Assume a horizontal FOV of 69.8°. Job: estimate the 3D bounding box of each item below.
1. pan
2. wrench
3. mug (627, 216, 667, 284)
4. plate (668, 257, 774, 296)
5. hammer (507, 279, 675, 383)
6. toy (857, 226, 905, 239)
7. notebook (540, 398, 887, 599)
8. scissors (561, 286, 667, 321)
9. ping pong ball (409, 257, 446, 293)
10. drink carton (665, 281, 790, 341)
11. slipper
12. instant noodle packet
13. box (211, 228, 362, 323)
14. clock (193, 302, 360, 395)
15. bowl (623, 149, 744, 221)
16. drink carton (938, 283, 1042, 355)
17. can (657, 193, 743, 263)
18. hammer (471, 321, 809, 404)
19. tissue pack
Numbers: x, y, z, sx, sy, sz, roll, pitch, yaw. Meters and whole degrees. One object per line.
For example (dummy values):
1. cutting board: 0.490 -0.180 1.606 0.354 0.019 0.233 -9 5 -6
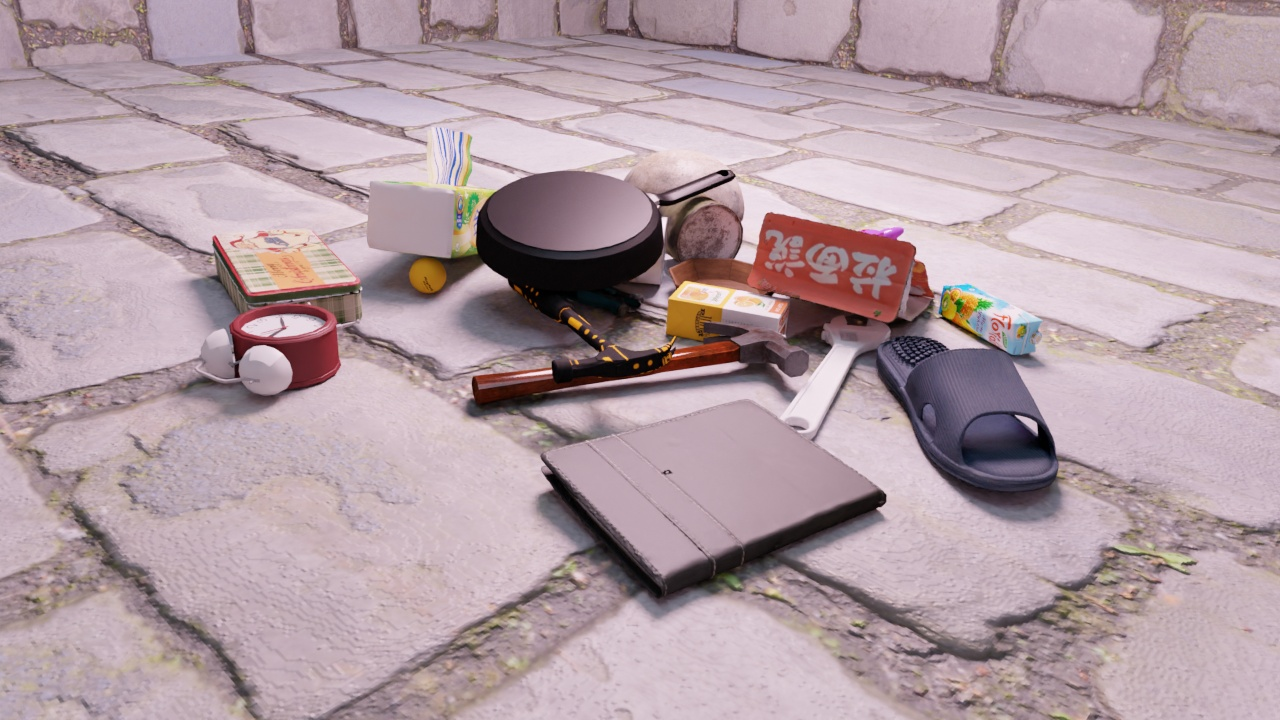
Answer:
1. pan: -0.019 -0.175 1.031 0.354 0.044 0.204 -28 47 -33
2. wrench: 0.183 0.011 0.877 0.066 0.018 0.272 14 29 21
3. mug: -0.024 -0.134 1.080 0.105 0.082 0.082 5 26 3
4. plate: 0.096 -0.085 1.057 0.131 0.025 0.131 3 26 -2
5. hammer: -0.070 -0.045 0.905 0.123 0.036 0.320 -9 22 -21
6. toy: 0.278 -0.132 1.128 0.106 0.056 0.088 -31 -19 26
7. notebook: 0.050 0.090 0.683 0.208 0.029 0.169 -10 30 -33
8. scissors: -0.032 -0.071 1.021 0.126 0.019 0.144 -3 28 -15
9. ping pong ball: -0.236 -0.095 1.020 0.040 0.040 0.040 3 25 -1
10. drink carton: 0.094 -0.045 0.955 0.122 0.040 0.058 11 27 17
11. slipper: 0.282 0.019 0.797 0.101 0.083 0.263 2 25 -7
12. instant noodle packet: 0.235 -0.098 1.025 0.164 0.084 0.220 17 8 24
13. box: -0.383 -0.092 0.988 0.117 0.050 0.205 -13 31 -28
14. clock: -0.327 -0.010 0.822 0.096 0.048 0.137 17 28 27
15. bowl: 0.064 -0.248 1.269 0.178 0.081 0.178 12 7 -2
16. drink carton: 0.375 -0.046 0.989 0.038 0.044 0.129 -7 25 -20
17. can: 0.070 -0.160 1.137 0.089 0.090 0.074 -8 27 -22
18. hammer: -0.005 0.005 0.845 0.300 0.028 0.111 -9 21 -19
19. tissue pack: -0.230 -0.200 1.080 0.120 0.141 0.197 6 11 3
